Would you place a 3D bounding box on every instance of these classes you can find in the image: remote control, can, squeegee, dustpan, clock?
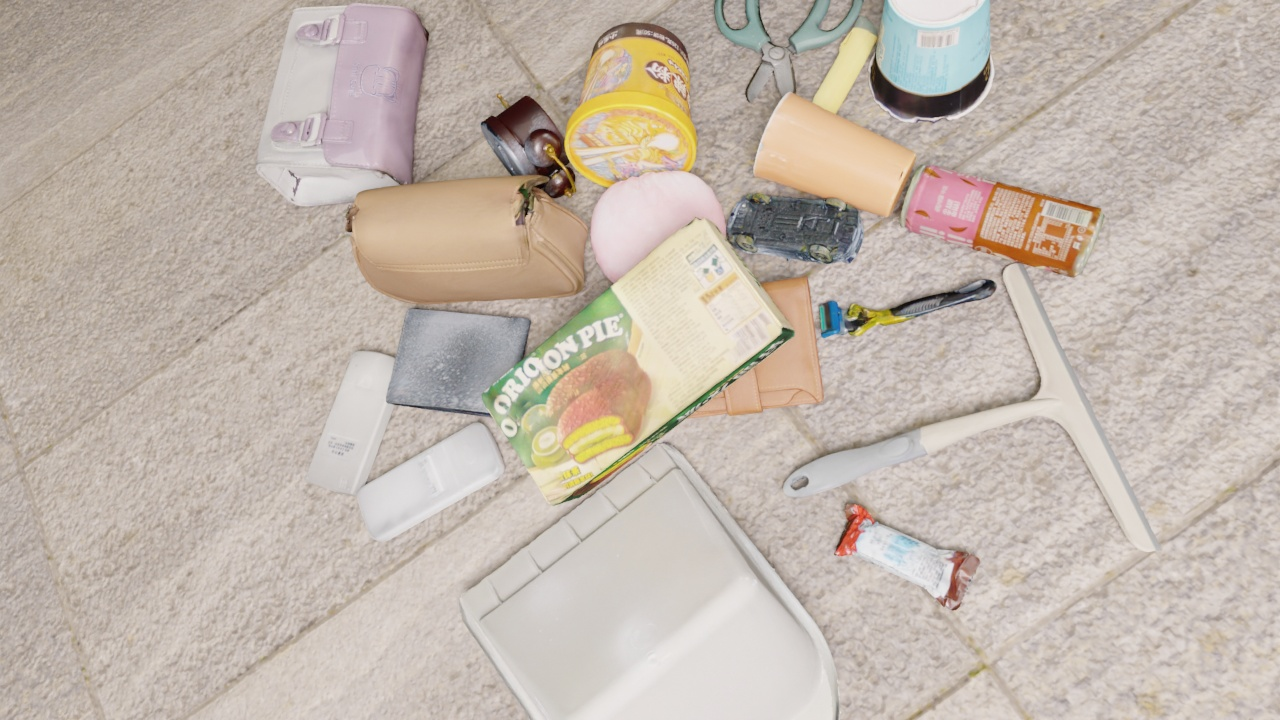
[{"bbox_3d":[-0.264,0.057,0.857,0.056,0.019,0.135,11,73,18],"label":"remote control"},{"bbox_3d":[-0.187,0.108,0.817,0.136,0.020,0.056,-30,65,3],"label":"remote control"},{"bbox_3d":[0.292,-0.115,0.747,0.147,0.058,0.057,21,77,21],"label":"can"},{"bbox_3d":[0.228,0.061,0.712,0.247,0.039,0.246,-19,67,8],"label":"squeegee"},{"bbox_3d":[0.016,0.221,0.688,0.222,0.143,0.258,-37,27,-8],"label":"dustpan"},{"bbox_3d":[-0.101,-0.199,0.872,0.055,0.082,0.122,-38,59,-8],"label":"clock"}]

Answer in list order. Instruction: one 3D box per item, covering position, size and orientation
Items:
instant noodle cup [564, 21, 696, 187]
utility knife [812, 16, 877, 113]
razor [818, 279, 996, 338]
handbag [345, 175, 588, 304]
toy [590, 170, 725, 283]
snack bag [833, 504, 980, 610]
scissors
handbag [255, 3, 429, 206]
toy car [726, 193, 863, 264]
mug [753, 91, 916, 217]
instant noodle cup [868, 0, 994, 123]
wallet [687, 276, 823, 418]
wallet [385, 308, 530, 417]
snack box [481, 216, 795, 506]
[{"bbox_3d":[-0.004,-0.236,0.845,0.118,0.118,0.114,-2,62,14],"label":"instant noodle cup"},{"bbox_3d":[0.173,-0.244,0.849,0.031,0.019,0.175,28,79,25],"label":"utility knife"},{"bbox_3d":[0.220,-0.043,0.758,0.143,0.022,0.042,-13,39,16],"label":"razor"},{"bbox_3d":[-0.153,-0.110,0.817,0.205,0.148,0.099,-2,72,10],"label":"handbag"},{"bbox_3d":[0.020,-0.092,0.816,0.121,0.054,0.159,-15,80,9],"label":"toy"},{"bbox_3d":[0.199,0.147,0.695,0.105,0.026,0.045,23,77,20],"label":"snack bag"},{"bbox_3d":[0.152,-0.324,0.883,0.177,0.019,0.174,-15,66,9],"label":"scissors"},{"bbox_3d":[-0.302,-0.267,0.948,0.145,0.098,0.196,0,71,9],"label":"handbag"},{"bbox_3d":[0.134,-0.114,0.803,0.121,0.037,0.054,13,75,29],"label":"toy car"},{"bbox_3d":[0.169,-0.173,0.793,0.123,0.078,0.078,25,79,13],"label":"mug"},{"bbox_3d":[0.251,-0.282,0.785,0.111,0.120,0.111,-5,69,13],"label":"instant noodle cup"},{"bbox_3d":[0.081,-0.008,0.765,0.132,0.031,0.108,-7,87,13],"label":"wallet"},{"bbox_3d":[-0.168,0.001,0.845,0.121,0.019,0.097,6,70,8],"label":"wallet"},{"bbox_3d":[-0.004,0.004,0.741,0.240,0.063,0.114,-39,77,16],"label":"snack box"}]
